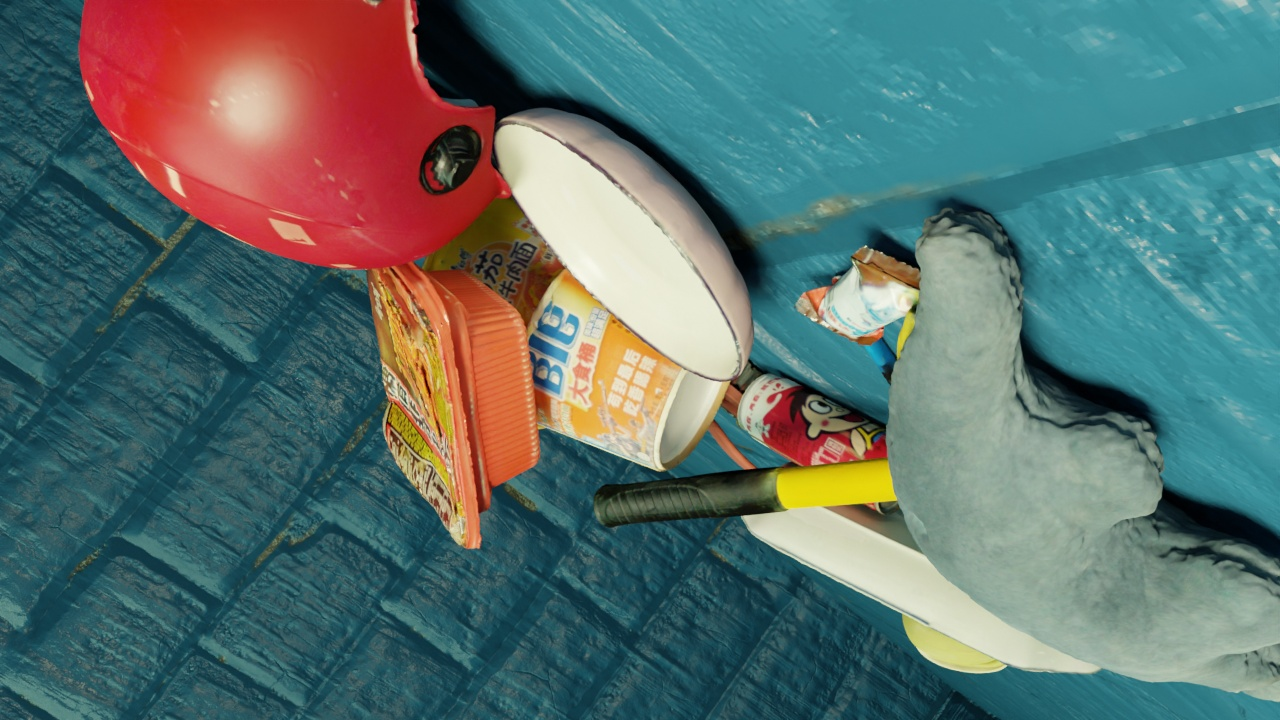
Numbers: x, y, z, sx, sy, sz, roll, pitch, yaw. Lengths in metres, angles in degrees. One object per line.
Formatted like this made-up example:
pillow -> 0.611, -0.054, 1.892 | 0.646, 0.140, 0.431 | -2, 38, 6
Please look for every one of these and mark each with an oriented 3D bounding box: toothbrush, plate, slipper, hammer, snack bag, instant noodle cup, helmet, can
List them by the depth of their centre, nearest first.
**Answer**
snack bag -> 0.102, -0.028, 0.410 | 0.048, 0.026, 0.104 | 25, 173, -2
helmet -> -0.186, -0.126, 0.489 | 0.207, 0.143, 0.240 | 31, 164, 32
plate -> -0.004, -0.069, 0.518 | 0.192, 0.039, 0.193 | 42, 167, 12
toothbrush -> 0.161, 0.027, 0.524 | 0.016, 0.014, 0.189 | 27, 167, 48
hammer -> 0.090, 0.082, 0.578 | 0.302, 0.032, 0.129 | -12, 138, 38
instant noodle cup -> -0.128, 0.010, 0.615 | 0.164, 0.079, 0.189 | 37, 137, 52
plate -> 0.194, 0.129, 0.642 | 0.266, 0.034, 0.161 | 23, -164, 30
can -> 0.135, 0.057, 0.667 | 0.133, 0.053, 0.053 | 30, 170, 41
instant noodle cup -> -0.004, 0.004, 0.668 | 0.111, 0.151, 0.151 | 25, 169, 21
slipper -> 0.237, 0.196, 0.692 | 0.092, 0.081, 0.190 | 2, -174, 18
instant noodle cup -> -0.087, -0.057, 0.718 | 0.110, 0.138, 0.138 | 26, 169, 20

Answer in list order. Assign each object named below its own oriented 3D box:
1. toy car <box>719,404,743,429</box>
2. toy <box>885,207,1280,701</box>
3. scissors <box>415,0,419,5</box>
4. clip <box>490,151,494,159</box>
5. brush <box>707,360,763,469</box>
toy car -> 0.078, 0.030, 0.843 | 0.106, 0.031, 0.049 | 36, 172, -4
toy -> 0.195, 0.072, 0.407 | 0.356, 0.091, 0.138 | 39, 145, -22
scissors -> -0.178, -0.231, 0.501 | 0.130, 0.017, 0.133 | 29, 173, 36
clip -> -0.091, -0.143, 0.623 | 0.058, 0.043, 0.027 | 33, 171, 3
brush -> 0.091, 0.049, 0.757 | 0.146, 0.069, 0.063 | 39, 172, -13
